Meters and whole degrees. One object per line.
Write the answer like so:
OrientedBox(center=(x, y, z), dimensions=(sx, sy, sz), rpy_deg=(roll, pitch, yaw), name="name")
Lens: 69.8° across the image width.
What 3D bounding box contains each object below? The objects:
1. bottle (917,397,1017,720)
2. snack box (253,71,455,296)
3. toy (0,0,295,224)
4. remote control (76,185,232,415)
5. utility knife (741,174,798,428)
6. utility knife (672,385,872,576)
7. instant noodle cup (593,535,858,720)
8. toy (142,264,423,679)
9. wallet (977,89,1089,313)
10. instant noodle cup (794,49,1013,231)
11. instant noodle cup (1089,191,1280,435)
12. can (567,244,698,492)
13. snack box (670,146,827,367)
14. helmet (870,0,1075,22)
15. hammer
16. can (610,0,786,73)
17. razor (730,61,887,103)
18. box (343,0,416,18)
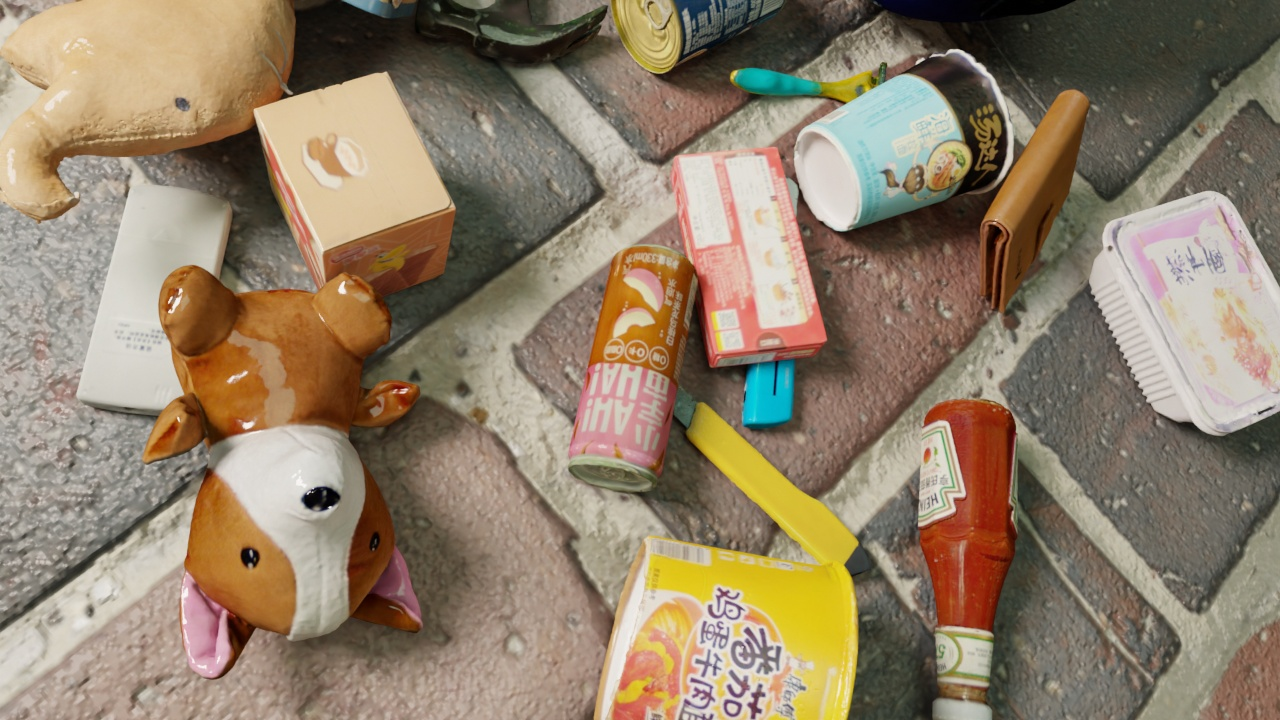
OrientedBox(center=(0.209, 0.128, 0.590), dimensions=(0.059, 0.060, 0.205), rpy_deg=(14, 69, -12), name="bottle")
OrientedBox(center=(-0.165, -0.094, 0.534), dimensions=(0.077, 0.095, 0.092), rpy_deg=(-24, 80, -22), name="snack box")
OrientedBox(center=(-0.266, -0.163, 0.504), dimensions=(0.143, 0.083, 0.225), rpy_deg=(0, 48, -4), name="toy")
OrientedBox(center=(-0.274, -0.036, 0.523), dimensions=(0.056, 0.019, 0.135), rpy_deg=(7, 70, -14), name="remote control")
OrientedBox(center=(0.094, -0.046, 0.636), dimensions=(0.034, 0.018, 0.198), rpy_deg=(12, 68, -11), name="utility knife")
OrientedBox(center=(0.081, 0.080, 0.591), dimensions=(0.170, 0.015, 0.033), rpy_deg=(44, 60, 3), name="utility knife")
OrientedBox(center=(0.040, 0.162, 0.493), dimensions=(0.110, 0.138, 0.137), rpy_deg=(16, 68, -2), name="instant noodle cup")
OrientedBox(center=(-0.178, 0.052, 0.474), dimensions=(0.140, 0.131, 0.199), rpy_deg=(-1, 81, -30), name="toy")
OrientedBox(center=(0.286, -0.114, 0.671), dimensions=(0.031, 0.108, 0.131), rpy_deg=(25, 68, 30), name="wallet")
OrientedBox(center=(0.180, -0.148, 0.654), dimensions=(0.120, 0.111, 0.111), rpy_deg=(-26, 81, -14), name="instant noodle cup")
OrientedBox(center=(0.420, -0.032, 0.703), dimensions=(0.137, 0.060, 0.173), rpy_deg=(-17, 76, -21), name="instant noodle cup")
OrientedBox(center=(-0.003, 0.003, 0.568), dimensions=(0.058, 0.058, 0.147), rpy_deg=(16, 68, -11), name="can")
OrientedBox(center=(0.070, -0.072, 0.620), dimensions=(0.075, 0.025, 0.152), rpy_deg=(-7, 69, -8), name="snack box")
OrientedBox(center=(0.235, -0.367, 0.658), dimensions=(0.314, 0.241, 0.247), rpy_deg=(-18, 82, -31), name="helmet")
OrientedBox(center=(-0.072, -0.359, 0.686), dimensions=(0.126, 0.032, 0.322), rpy_deg=(13, 69, -12), name="hammer")
OrientedBox(center=(0.044, -0.265, 0.663), dimensions=(0.111, 0.075, 0.075), rpy_deg=(-33, 84, -24), name="can")
OrientedBox(center=(0.126, -0.208, 0.693), dimensions=(0.132, 0.028, 0.043), rpy_deg=(-1, 103, -19), name="razor")
OrientedBox(center=(-0.216, -0.266, 0.539), dimensions=(0.184, 0.089, 0.060), rpy_deg=(21, 110, -7), name="box")
